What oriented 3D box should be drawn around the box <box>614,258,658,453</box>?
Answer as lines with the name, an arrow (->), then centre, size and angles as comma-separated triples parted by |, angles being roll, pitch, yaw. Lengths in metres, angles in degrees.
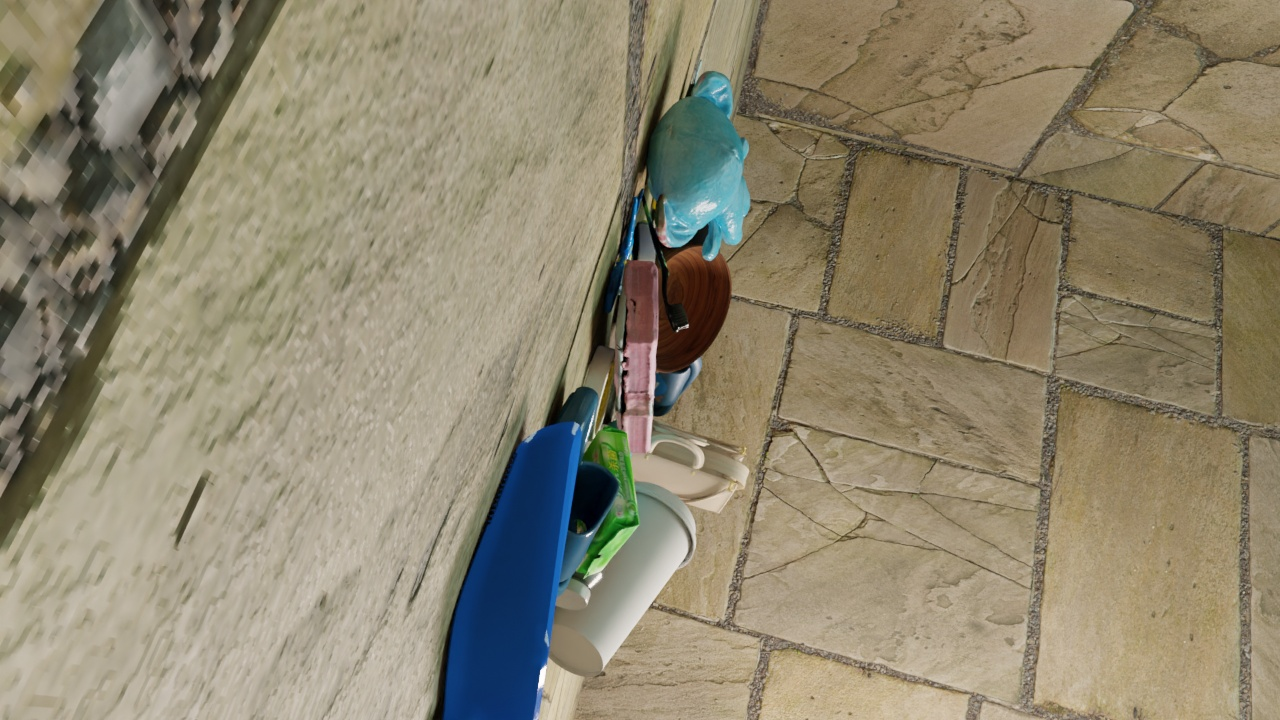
box -> -0.006, 0.004, 0.898 | 0.233, 0.041, 0.098 | 92, -2, -61

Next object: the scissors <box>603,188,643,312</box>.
scissors -> -0.012, -0.101, 0.864 | 0.125, 0.016, 0.125 | 105, 1, -82

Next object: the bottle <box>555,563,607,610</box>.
bottle -> -0.059, 0.186, 0.904 | 0.060, 0.060, 0.108 | 100, 5, -50

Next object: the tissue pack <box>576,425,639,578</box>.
tissue pack -> -0.037, 0.130, 0.845 | 0.100, 0.034, 0.113 | 122, -33, -43

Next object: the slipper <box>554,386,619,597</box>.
slipper -> -0.053, 0.116, 0.747 | 0.103, 0.059, 0.214 | -68, 170, -50

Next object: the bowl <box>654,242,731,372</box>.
bowl -> 0.026, -0.067, 1.016 | 0.147, 0.069, 0.147 | -24, 128, -35

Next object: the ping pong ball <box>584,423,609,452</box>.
ping pong ball -> -0.041, 0.084, 0.931 | 0.040, 0.040, 0.040 | 18, 87, -86

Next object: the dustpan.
dustpan -> -0.088, 0.208, 0.564 | 0.257, 0.059, 0.246 | -87, -174, -50

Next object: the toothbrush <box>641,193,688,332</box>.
toothbrush -> 0.020, -0.096, 0.858 | 0.014, 0.017, 0.187 | 86, -6, -49

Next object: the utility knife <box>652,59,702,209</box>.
utility knife -> 0.047, -0.268, 1.079 | 0.029, 0.020, 0.197 | 92, 14, -80

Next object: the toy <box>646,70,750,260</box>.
toy -> 0.058, -0.181, 0.912 | 0.180, 0.115, 0.183 | 42, 61, -61

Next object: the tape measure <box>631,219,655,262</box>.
tape measure -> 0.001, -0.102, 0.917 | 0.065, 0.016, 0.064 | 105, -14, -51

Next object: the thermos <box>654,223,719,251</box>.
thermos -> 0.057, -0.151, 1.118 | 0.106, 0.106, 0.218 | 15, 84, -86

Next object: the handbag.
handbag -> 0.046, 0.122, 1.184 | 0.198, 0.194, 0.101 | 105, 4, -72

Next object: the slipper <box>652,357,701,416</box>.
slipper -> 0.011, 0.017, 1.155 | 0.059, 0.104, 0.214 | -50, 172, -27

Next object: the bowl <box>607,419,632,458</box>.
bowl -> -0.037, 0.111, 1.055 | 0.121, 0.046, 0.121 | 18, 87, -86

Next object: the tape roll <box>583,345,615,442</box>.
tape roll -> -0.042, 0.032, 0.884 | 0.094, 0.019, 0.094 | 18, 86, -87

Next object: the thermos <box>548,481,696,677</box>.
thermos -> -0.029, 0.254, 1.071 | 0.221, 0.131, 0.132 | -52, 160, -46
